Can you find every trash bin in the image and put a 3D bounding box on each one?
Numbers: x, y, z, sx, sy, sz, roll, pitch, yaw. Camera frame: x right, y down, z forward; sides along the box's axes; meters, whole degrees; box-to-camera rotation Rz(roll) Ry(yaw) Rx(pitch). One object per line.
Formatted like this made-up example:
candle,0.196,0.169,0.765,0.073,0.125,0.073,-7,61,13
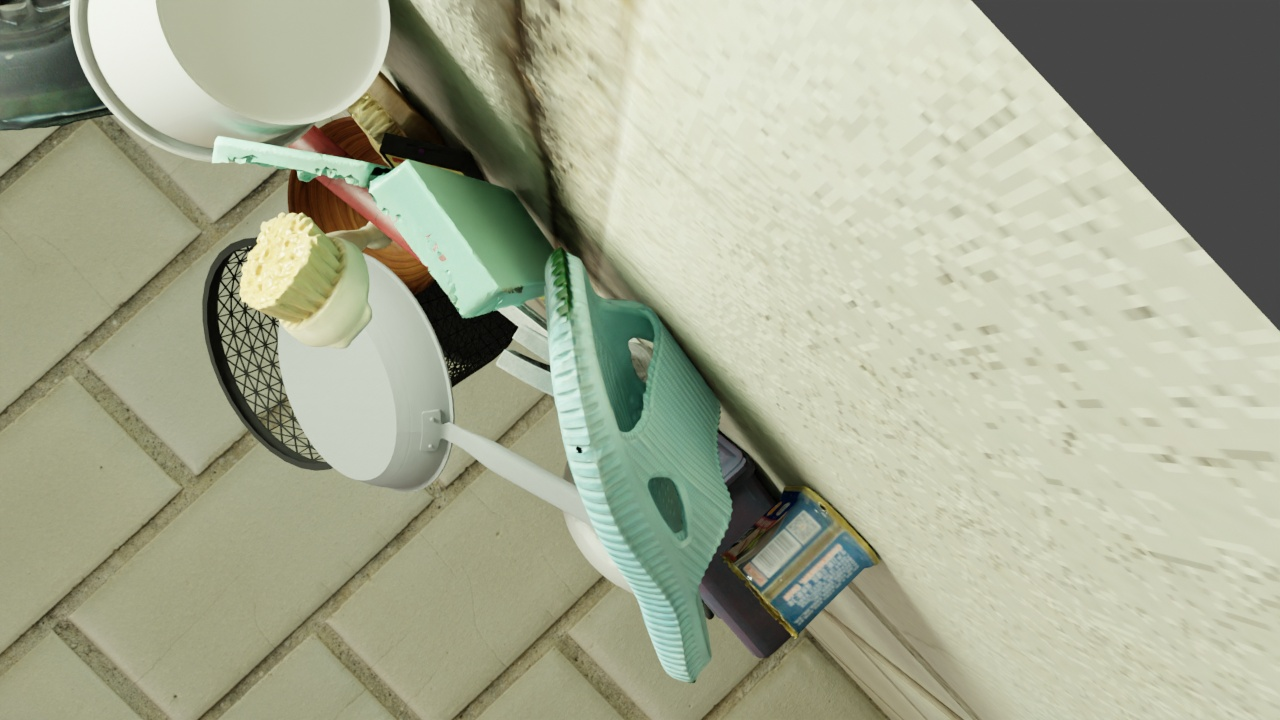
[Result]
trash bin,0.057,0.122,0.639,0.161,0.093,0.092,53,173,-31
trash bin,-0.258,-0.039,0.915,0.217,0.218,0.242,46,-144,10

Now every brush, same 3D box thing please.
brush,-0.189,-0.069,0.584,0.077,0.062,0.272,55,-177,-17
brush,-0.165,-0.156,0.628,0.049,0.039,0.117,47,173,6

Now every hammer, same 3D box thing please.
hammer,-0.131,-0.074,0.553,0.316,0.036,0.126,38,-168,14

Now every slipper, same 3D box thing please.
slipper,0.013,0.065,0.465,0.115,0.069,0.276,-94,-10,-50

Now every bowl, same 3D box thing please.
bowl,-0.205,-0.126,0.751,0.147,0.148,0.068,47,-156,-2

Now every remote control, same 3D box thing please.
remote control,-0.132,-0.117,0.629,0.058,0.013,0.133,14,171,5

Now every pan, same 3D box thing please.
pan,-0.162,0.046,0.689,0.357,0.050,0.201,28,123,30

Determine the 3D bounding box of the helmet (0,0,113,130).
helmet,-0.421,-0.286,0.612,0.316,0.248,0.236,-141,38,-60

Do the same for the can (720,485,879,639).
can,0.082,0.107,0.498,0.054,0.059,0.100,47,174,6

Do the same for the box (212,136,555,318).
box,-0.102,-0.074,0.450,0.138,0.057,0.187,36,-172,-1

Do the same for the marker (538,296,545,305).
marker,-0.096,-0.073,0.831,0.014,0.014,0.132,45,174,27

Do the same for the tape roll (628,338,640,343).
tape roll,-0.004,0.004,0.632,0.094,0.019,0.094,47,175,5

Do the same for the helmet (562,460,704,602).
helmet,0.034,0.138,0.928,0.224,0.184,0.282,50,-164,14

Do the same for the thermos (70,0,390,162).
thermos,-0.188,-0.154,0.426,0.131,0.131,0.222,50,167,-32
